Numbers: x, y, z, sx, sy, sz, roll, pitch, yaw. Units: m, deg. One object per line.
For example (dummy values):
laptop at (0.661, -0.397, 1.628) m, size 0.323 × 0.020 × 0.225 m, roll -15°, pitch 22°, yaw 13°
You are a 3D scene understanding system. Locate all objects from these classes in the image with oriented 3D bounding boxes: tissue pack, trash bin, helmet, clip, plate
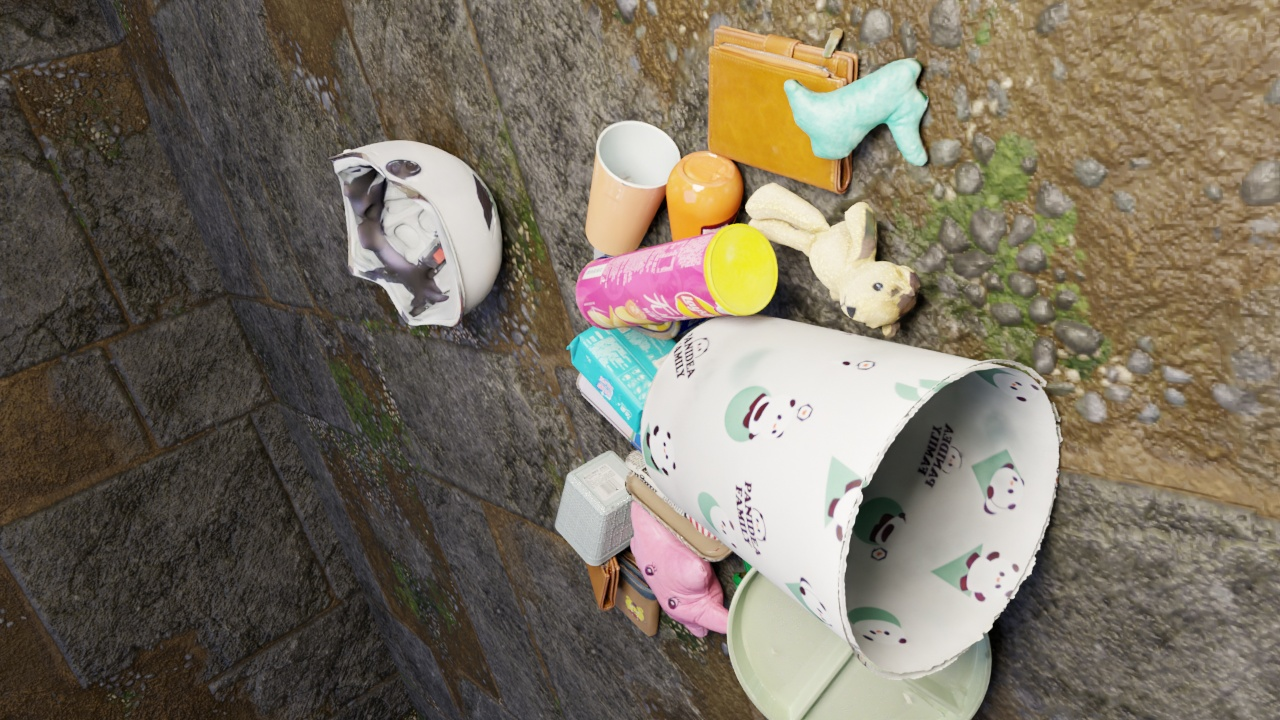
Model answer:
tissue pack at (-0.006, 0.006, 0.974) m, size 0.133 × 0.093 × 0.050 m, roll 48°, pitch 149°, yaw 20°
trash bin at (0.144, 0.079, 0.711) m, size 0.252 × 0.229 × 0.230 m, roll 24°, pitch 133°, yaw 51°
helmet at (-0.259, -0.169, 1.150) m, size 0.259 × 0.145 × 0.229 m, roll 29°, pitch 138°, yaw 30°
clip at (-0.041, -0.113, 1.002) m, size 0.026 × 0.038 × 0.058 m, roll 44°, pitch 143°, yaw 30°
plate at (0.192, 0.254, 0.823) m, size 0.230 × 0.027 × 0.230 m, roll 5°, pitch 107°, yaw 16°

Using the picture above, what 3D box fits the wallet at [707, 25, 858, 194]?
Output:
wallet at (0.106, -0.199, 0.707) m, size 0.131 × 0.035 × 0.119 m, roll 29°, pitch 135°, yaw 36°

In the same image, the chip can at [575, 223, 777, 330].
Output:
chip can at (0.024, -0.067, 0.798) m, size 0.211 × 0.071 × 0.071 m, roll -4°, pitch 112°, yaw 57°

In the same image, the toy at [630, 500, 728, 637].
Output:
toy at (0.045, 0.252, 1.113) m, size 0.194 × 0.074 × 0.179 m, roll 54°, pitch 157°, yaw 9°

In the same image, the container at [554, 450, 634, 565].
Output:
container at (-0.050, 0.187, 1.190) m, size 0.090 × 0.090 × 0.112 m, roll 42°, pitch 141°, yaw 28°

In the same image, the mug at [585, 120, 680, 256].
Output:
mug at (-0.014, -0.159, 0.880) m, size 0.078 × 0.078 × 0.123 m, roll 51°, pitch 153°, yaw 15°

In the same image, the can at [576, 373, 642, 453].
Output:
can at (-0.014, 0.056, 1.064) m, size 0.134 × 0.053 × 0.053 m, roll 42°, pitch 144°, yaw 28°

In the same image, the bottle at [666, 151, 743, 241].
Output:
bottle at (0.056, -0.114, 0.827) m, size 0.067 × 0.066 × 0.150 m, roll 41°, pitch 151°, yaw 30°

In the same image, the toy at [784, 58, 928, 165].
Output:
toy at (0.158, -0.170, 0.639) m, size 0.092 × 0.030 × 0.096 m, roll -22°, pitch 111°, yaw 27°

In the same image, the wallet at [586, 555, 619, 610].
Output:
wallet at (-0.058, 0.263, 1.272) m, size 0.108 × 0.031 × 0.131 m, roll 100°, pitch 156°, yaw -45°

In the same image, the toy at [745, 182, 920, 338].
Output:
toy at (0.146, -0.082, 0.713) m, size 0.157 × 0.066 × 0.105 m, roll 43°, pitch 150°, yaw 28°

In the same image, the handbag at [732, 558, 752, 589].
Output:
handbag at (0.120, 0.174, 0.931) m, size 0.120 × 0.067 × 0.131 m, roll -31°, pitch 76°, yaw 62°

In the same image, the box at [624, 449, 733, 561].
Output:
box at (0.049, 0.150, 1.041) m, size 0.163 × 0.075 × 0.082 m, roll 39°, pitch 154°, yaw 35°

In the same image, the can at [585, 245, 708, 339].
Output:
can at (0.005, -0.071, 0.940) m, size 0.148 × 0.049 × 0.075 m, roll 27°, pitch 135°, yaw 42°

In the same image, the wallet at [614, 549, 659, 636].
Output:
wallet at (-0.007, 0.327, 1.294) m, size 0.090 × 0.033 × 0.115 m, roll 38°, pitch 145°, yaw 32°
